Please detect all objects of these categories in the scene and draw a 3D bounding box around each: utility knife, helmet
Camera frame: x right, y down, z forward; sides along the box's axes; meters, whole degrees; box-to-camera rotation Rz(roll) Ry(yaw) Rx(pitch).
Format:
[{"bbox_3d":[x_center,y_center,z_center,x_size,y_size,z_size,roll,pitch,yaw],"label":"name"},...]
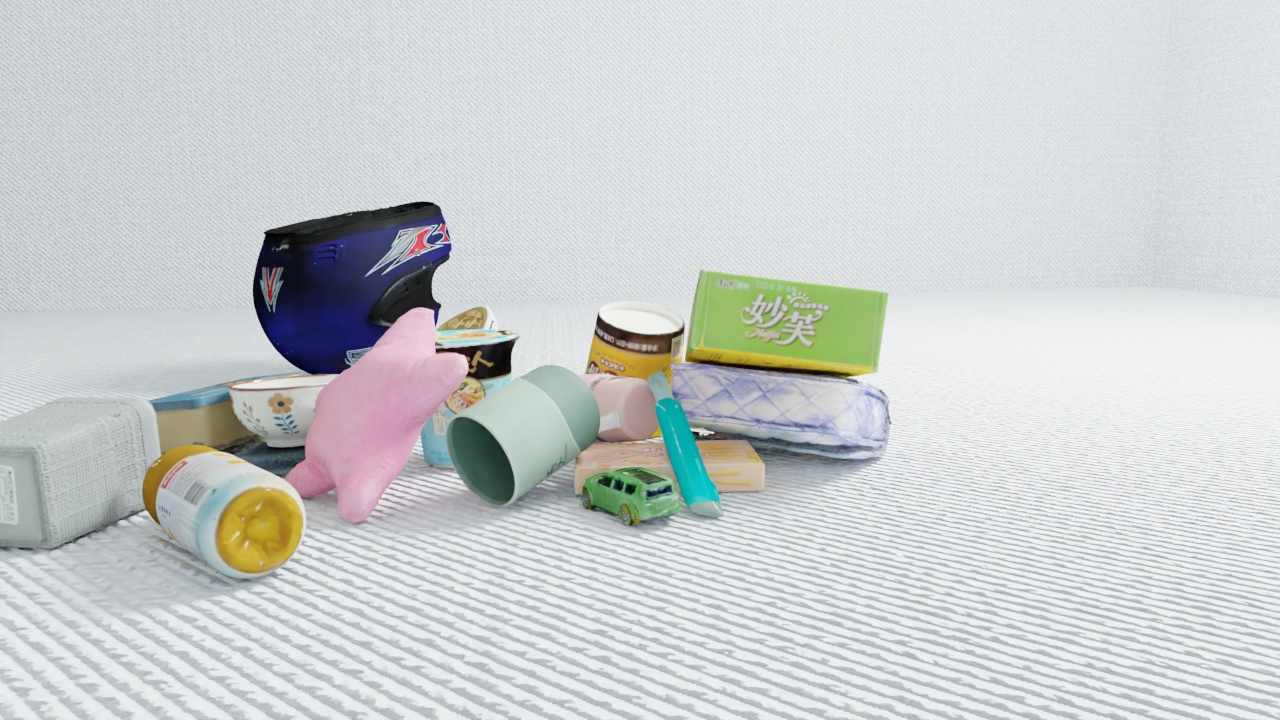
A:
[{"bbox_3d":[0.033,0.065,0.762,0.029,0.013,0.196,-7,35,-8],"label":"utility knife"},{"bbox_3d":[-0.413,-0.098,1.371,0.248,0.240,0.314,5,20,33],"label":"helmet"}]

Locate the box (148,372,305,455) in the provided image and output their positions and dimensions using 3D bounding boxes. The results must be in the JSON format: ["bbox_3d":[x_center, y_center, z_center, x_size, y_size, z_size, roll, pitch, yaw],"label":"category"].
[{"bbox_3d":[-0.422,0.056,0.936,0.090,0.064,0.184,-6,4,16],"label":"box"}]

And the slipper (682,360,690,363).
[{"bbox_3d":[0.063,0.034,1.082,0.275,0.054,0.114,9,12,36],"label":"slipper"}]

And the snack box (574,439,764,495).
[{"bbox_3d":[0.022,0.091,0.788,0.157,0.026,0.084,-2,8,-3],"label":"snack box"}]

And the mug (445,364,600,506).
[{"bbox_3d":[-0.097,0.065,0.755,0.106,0.082,0.112,-34,-14,-42],"label":"mug"}]

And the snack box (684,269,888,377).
[{"bbox_3d":[0.124,-0.027,0.844,0.158,0.070,0.210,7,-3,2],"label":"snack box"}]

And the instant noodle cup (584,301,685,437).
[{"bbox_3d":[-0.006,0.006,0.980,0.118,0.115,0.118,8,23,-4],"label":"instant noodle cup"}]

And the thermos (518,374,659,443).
[{"bbox_3d":[-0.066,0.049,0.895,0.087,0.067,0.199,-23,14,-35],"label":"thermos"}]

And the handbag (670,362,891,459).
[{"bbox_3d":[0.125,0.049,0.868,0.194,0.075,0.134,5,-6,34],"label":"handbag"}]

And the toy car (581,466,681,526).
[{"bbox_3d":[-0.008,0.101,0.700,0.043,0.036,0.091,-9,8,-37],"label":"toy car"}]

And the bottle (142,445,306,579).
[{"bbox_3d":[-0.297,0.097,0.635,0.067,0.068,0.190,-8,11,-42],"label":"bottle"}]

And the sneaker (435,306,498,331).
[{"bbox_3d":[-0.206,0.012,1.161,0.118,0.088,0.241,-24,31,-2],"label":"sneaker"}]

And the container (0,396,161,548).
[{"bbox_3d":[-0.436,0.084,0.687,0.090,0.090,0.114,0,12,8],"label":"container"}]

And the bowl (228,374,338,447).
[{"bbox_3d":[-0.331,0.049,0.881,0.113,0.062,0.113,-3,6,0],"label":"bowl"}]

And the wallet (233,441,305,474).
[{"bbox_3d":[-0.334,0.089,0.880,0.097,0.019,0.120,-1,7,6],"label":"wallet"}]

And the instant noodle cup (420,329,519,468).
[{"bbox_3d":[-0.167,0.036,0.867,0.111,0.120,0.111,-2,8,0],"label":"instant noodle cup"}]

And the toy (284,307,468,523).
[{"bbox_3d":[-0.224,0.037,0.767,0.179,0.194,0.074,10,-26,46],"label":"toy"}]
